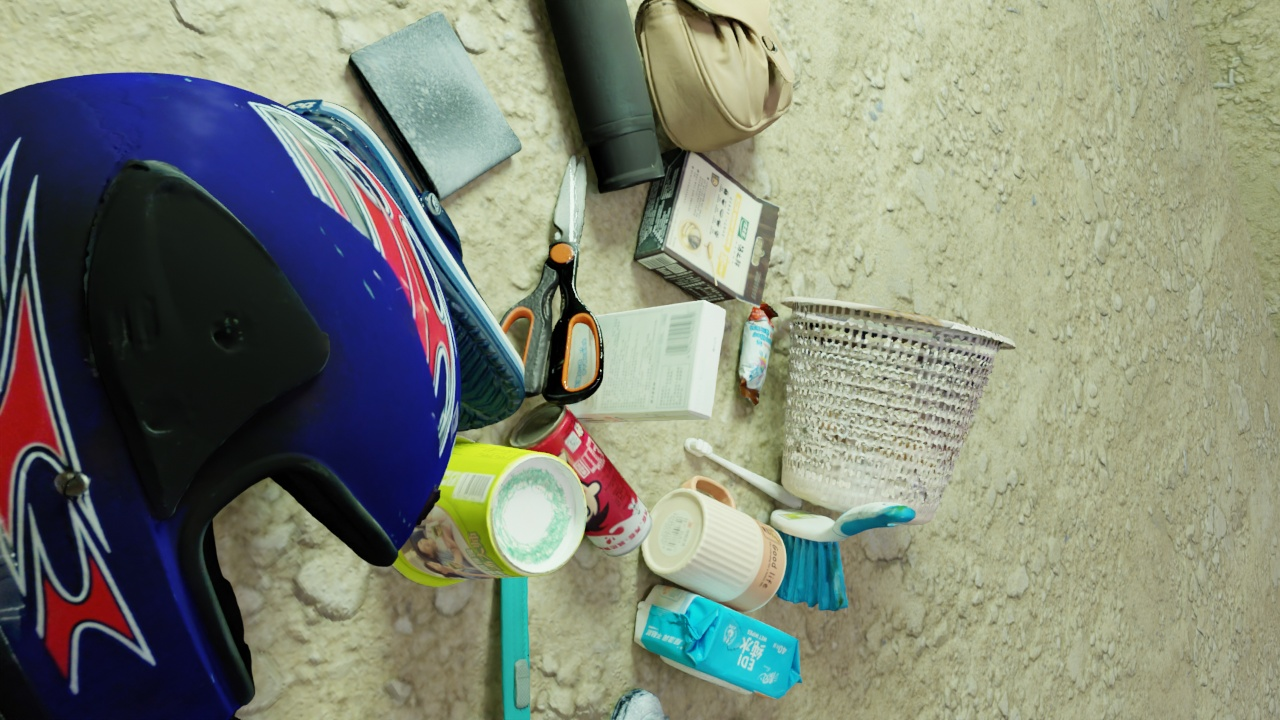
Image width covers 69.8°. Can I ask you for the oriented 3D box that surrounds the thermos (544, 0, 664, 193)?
[{"bbox_3d":[-0.036,-0.269,0.785,0.089,0.068,0.242,-46,123,-72],"label":"thermos"}]

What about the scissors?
[{"bbox_3d":[-0.050,-0.069,0.742,0.139,0.022,0.234,25,68,10],"label":"scissors"}]

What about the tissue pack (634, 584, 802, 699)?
[{"bbox_3d":[0.068,0.248,0.799,0.140,0.090,0.063,33,71,-35],"label":"tissue pack"}]

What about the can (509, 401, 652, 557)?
[{"bbox_3d":[-0.045,0.096,0.736,0.133,0.053,0.053,54,53,-25],"label":"can"}]

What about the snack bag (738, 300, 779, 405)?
[{"bbox_3d":[0.114,-0.008,0.913,0.045,0.026,0.105,38,60,-56],"label":"snack bag"}]

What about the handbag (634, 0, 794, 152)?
[{"bbox_3d":[0.077,-0.275,0.840,0.148,0.100,0.203,64,32,-13],"label":"handbag"}]

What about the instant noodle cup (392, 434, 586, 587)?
[{"bbox_3d":[-0.103,0.105,0.633,0.111,0.124,0.111,6,81,-43],"label":"instant noodle cup"}]

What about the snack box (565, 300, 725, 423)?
[{"bbox_3d":[-0.004,0.004,0.713,0.026,0.157,0.084,20,73,-40],"label":"snack box"}]

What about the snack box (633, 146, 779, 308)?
[{"bbox_3d":[0.064,-0.121,0.860,0.125,0.053,0.113,30,66,-37],"label":"snack box"}]

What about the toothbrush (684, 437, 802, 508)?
[{"bbox_3d":[0.108,0.113,0.901,0.180,0.016,0.016,32,67,-37],"label":"toothbrush"}]

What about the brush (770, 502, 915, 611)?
[{"bbox_3d":[0.162,0.161,0.777,0.060,0.315,0.109,-1,88,-7],"label":"brush"}]

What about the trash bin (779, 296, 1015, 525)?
[{"bbox_3d":[0.232,0.052,0.906,0.227,0.228,0.192,11,92,-42],"label":"trash bin"}]

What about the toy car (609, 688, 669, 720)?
[{"bbox_3d":[0.011,0.328,0.779,0.048,0.031,0.105,-39,111,-39],"label":"toy car"}]

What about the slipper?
[{"bbox_3d":[-0.167,-0.058,0.618,0.095,0.105,0.253,-93,159,-55],"label":"slipper"}]

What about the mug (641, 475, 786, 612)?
[{"bbox_3d":[0.063,0.155,0.821,0.106,0.082,0.114,31,39,-35],"label":"mug"}]

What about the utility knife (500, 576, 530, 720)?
[{"bbox_3d":[-0.091,0.237,0.685,0.029,0.013,0.219,12,68,-42],"label":"utility knife"}]

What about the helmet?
[{"bbox_3d":[-0.209,0.018,0.454,0.240,0.248,0.315,-21,94,-24],"label":"helmet"}]

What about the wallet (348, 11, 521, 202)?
[{"bbox_3d":[-0.152,-0.192,0.693,0.097,0.019,0.121,-45,114,-38],"label":"wallet"}]
